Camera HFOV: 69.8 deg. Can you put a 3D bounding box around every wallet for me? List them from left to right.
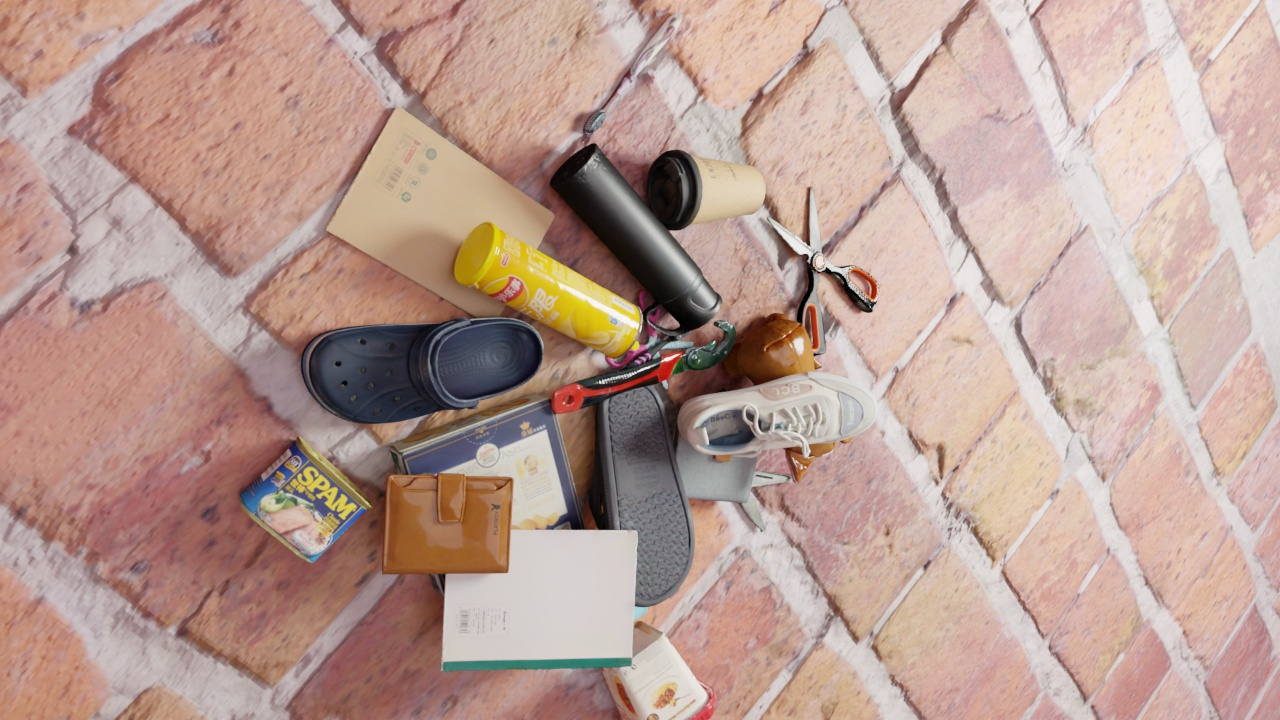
[{"bbox_3d":[-0.199,0.170,0.955,0.131,0.031,0.108,4,94,-15],"label":"wallet"},{"bbox_3d":[0.094,0.127,1.165,0.129,0.037,0.106,10,95,-32],"label":"wallet"}]

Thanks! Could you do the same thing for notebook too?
[{"bbox_3d":[-0.206,-0.147,0.974,0.207,0.008,0.147,32,82,-31],"label":"notebook"},{"bbox_3d":[-0.107,0.259,0.997,0.209,0.012,0.150,3,84,-14],"label":"notebook"}]

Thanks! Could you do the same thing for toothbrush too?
[{"bbox_3d":[-0.006,-0.331,1.052,0.016,0.017,0.187,43,78,-30],"label":"toothbrush"},{"bbox_3d":[-0.006,0.006,1.093,0.188,0.018,0.014,-35,107,-26],"label":"toothbrush"}]

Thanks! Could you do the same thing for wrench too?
[{"bbox_3d":[0.010,0.011,1.090,0.272,0.016,0.056,-21,121,-32],"label":"wrench"}]

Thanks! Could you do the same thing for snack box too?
[{"bbox_3d":[-0.166,0.149,1.029,0.177,0.046,0.182,-20,108,-25],"label":"snack box"}]

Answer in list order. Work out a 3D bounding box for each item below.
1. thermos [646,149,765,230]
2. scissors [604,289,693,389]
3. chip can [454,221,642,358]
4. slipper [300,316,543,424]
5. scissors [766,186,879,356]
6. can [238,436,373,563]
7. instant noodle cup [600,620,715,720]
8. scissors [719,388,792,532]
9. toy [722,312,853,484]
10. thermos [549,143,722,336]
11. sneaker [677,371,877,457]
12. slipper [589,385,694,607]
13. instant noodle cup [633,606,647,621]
[{"bbox_3d":[0.077,-0.202,1.087,0.143,0.093,0.093,-9,103,-36],"label":"thermos"},{"bbox_3d":[0.012,-0.026,1.121,0.133,0.017,0.135,-2,98,-35],"label":"scissors"},{"bbox_3d":[-0.096,-0.074,1.007,0.213,0.072,0.072,26,85,-36],"label":"chip can"},{"bbox_3d":[-0.213,0.011,0.947,0.252,0.095,0.105,-8,100,-28],"label":"slipper"},{"bbox_3d":[0.245,-0.115,1.241,0.231,0.022,0.221,11,88,-32],"label":"scissors"},{"bbox_3d":[-0.336,0.141,0.922,0.083,0.057,0.102,-46,118,-13],"label":"can"},{"bbox_3d":[0.013,0.405,1.149,0.116,0.116,0.124,-32,101,-22],"label":"instant noodle cup"},{"bbox_3d":[0.116,0.147,1.211,0.188,0.015,0.223,-29,112,-23],"label":"scissors"},{"bbox_3d":[0.191,0.046,1.182,0.140,0.131,0.199,-34,93,-19],"label":"toy"},{"bbox_3d":[-0.007,-0.128,1.054,0.090,0.068,0.242,-44,115,-4],"label":"thermos"},{"bbox_3d":[0.167,0.068,1.084,0.242,0.090,0.089,-6,101,-3],"label":"sneaker"},{"bbox_3d":[-0.007,0.157,1.102,0.110,0.083,0.268,-2,77,-26],"label":"slipper"},{"bbox_3d":[-0.057,0.289,1.090,0.120,0.111,0.111,-15,106,-36],"label":"instant noodle cup"}]
